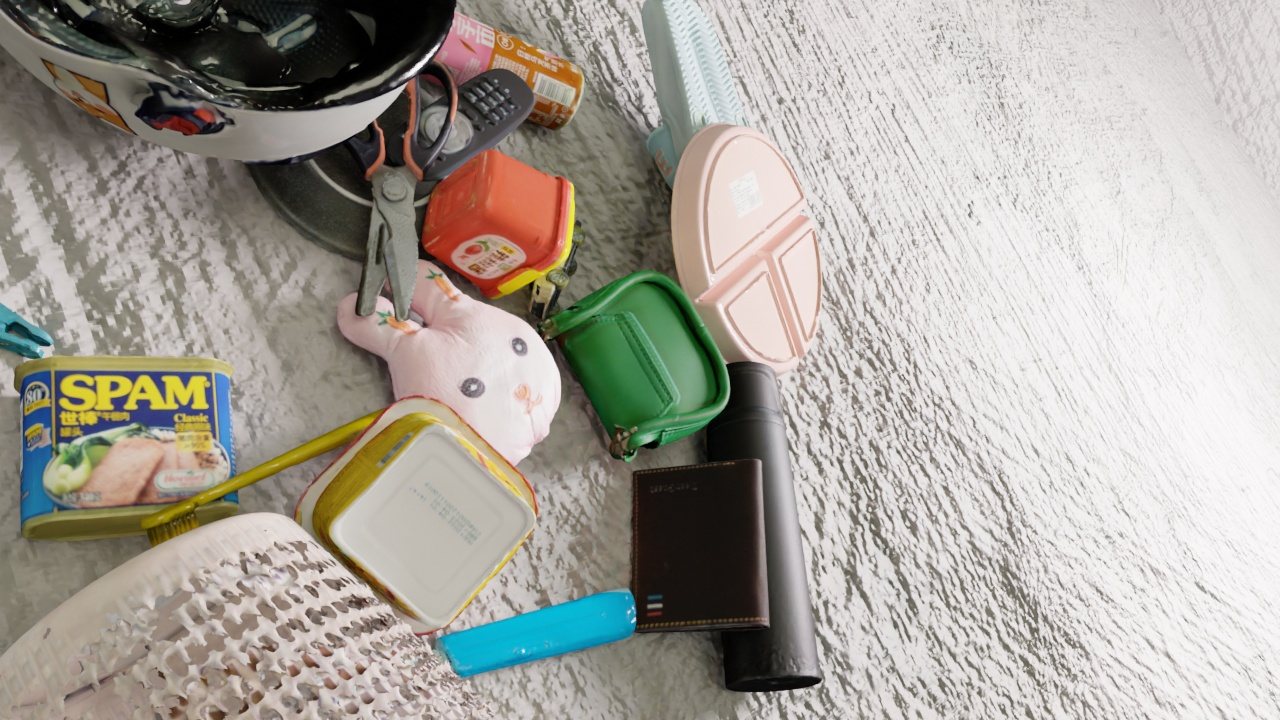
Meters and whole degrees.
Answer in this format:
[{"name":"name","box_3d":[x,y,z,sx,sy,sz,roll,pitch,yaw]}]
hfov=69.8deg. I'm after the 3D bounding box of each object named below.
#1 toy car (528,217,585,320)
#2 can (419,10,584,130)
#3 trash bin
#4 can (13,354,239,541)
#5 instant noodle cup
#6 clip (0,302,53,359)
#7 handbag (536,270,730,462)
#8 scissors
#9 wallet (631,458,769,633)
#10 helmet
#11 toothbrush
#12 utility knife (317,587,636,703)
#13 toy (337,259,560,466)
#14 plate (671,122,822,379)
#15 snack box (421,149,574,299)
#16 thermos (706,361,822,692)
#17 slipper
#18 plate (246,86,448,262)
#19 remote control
[{"name":"toy car","box_3d":[-0.067,-0.070,0.702,0.035,0.042,0.090,16,49,-3]},{"name":"can","box_3d":[-0.121,-0.237,0.743,0.147,0.058,0.057,15,58,-30]},{"name":"trash bin","box_3d":[-0.162,0.183,0.393,0.192,0.228,0.226,48,46,12]},{"name":"can","box_3d":[-0.266,0.046,0.479,0.102,0.057,0.083,0,68,-36]},{"name":"instant noodle cup","box_3d":[-0.117,0.086,0.502,0.116,0.124,0.116,45,73,-9]},{"name":"clip","box_3d":[-0.342,-0.019,0.487,0.055,0.013,0.038,32,51,-17]},{"name":"handbag","box_3d":[-0.004,0.004,0.689,0.119,0.068,0.131,-27,85,-45]},{"name":"scissors","box_3d":[-0.179,-0.129,0.622,0.204,0.015,0.202,41,60,2]},{"name":"wallet","box_3d":[0.041,0.131,0.652,0.096,0.020,0.122,-5,60,10]},{"name":"helmet","box_3d":[-0.263,-0.215,0.552,0.274,0.157,0.229,23,59,-18]},{"name":"toothbrush","box_3d":[-0.193,0.059,0.506,0.189,0.016,0.016,-35,110,-67]},{"name":"utility knife","box_3d":[-0.090,0.175,0.565,0.215,0.018,0.034,-2,59,-38]},{"name":"toy","box_3d":[-0.125,0.000,0.615,0.159,0.054,0.121,42,47,-2]},{"name":"plate","box_3d":[0.102,-0.095,0.794,0.229,0.028,0.229,14,72,-51]},{"name":"snack box","box_3d":[-0.102,-0.099,0.650,0.080,0.091,0.081,28,53,-37]},{"name":"thermos","box_3d":[0.095,0.124,0.703,0.090,0.069,0.242,31,48,-45]},{"name":"slipper","box_3d":[0.045,-0.210,0.836,0.103,0.074,0.245,-23,98,-50]},{"name":"plate","box_3d":[-0.194,-0.153,0.665,0.179,0.024,0.179,18,56,-28]},{"name":"remote control","box_3d":[-0.133,-0.174,0.684,0.053,0.024,0.136,44,57,0]}]
